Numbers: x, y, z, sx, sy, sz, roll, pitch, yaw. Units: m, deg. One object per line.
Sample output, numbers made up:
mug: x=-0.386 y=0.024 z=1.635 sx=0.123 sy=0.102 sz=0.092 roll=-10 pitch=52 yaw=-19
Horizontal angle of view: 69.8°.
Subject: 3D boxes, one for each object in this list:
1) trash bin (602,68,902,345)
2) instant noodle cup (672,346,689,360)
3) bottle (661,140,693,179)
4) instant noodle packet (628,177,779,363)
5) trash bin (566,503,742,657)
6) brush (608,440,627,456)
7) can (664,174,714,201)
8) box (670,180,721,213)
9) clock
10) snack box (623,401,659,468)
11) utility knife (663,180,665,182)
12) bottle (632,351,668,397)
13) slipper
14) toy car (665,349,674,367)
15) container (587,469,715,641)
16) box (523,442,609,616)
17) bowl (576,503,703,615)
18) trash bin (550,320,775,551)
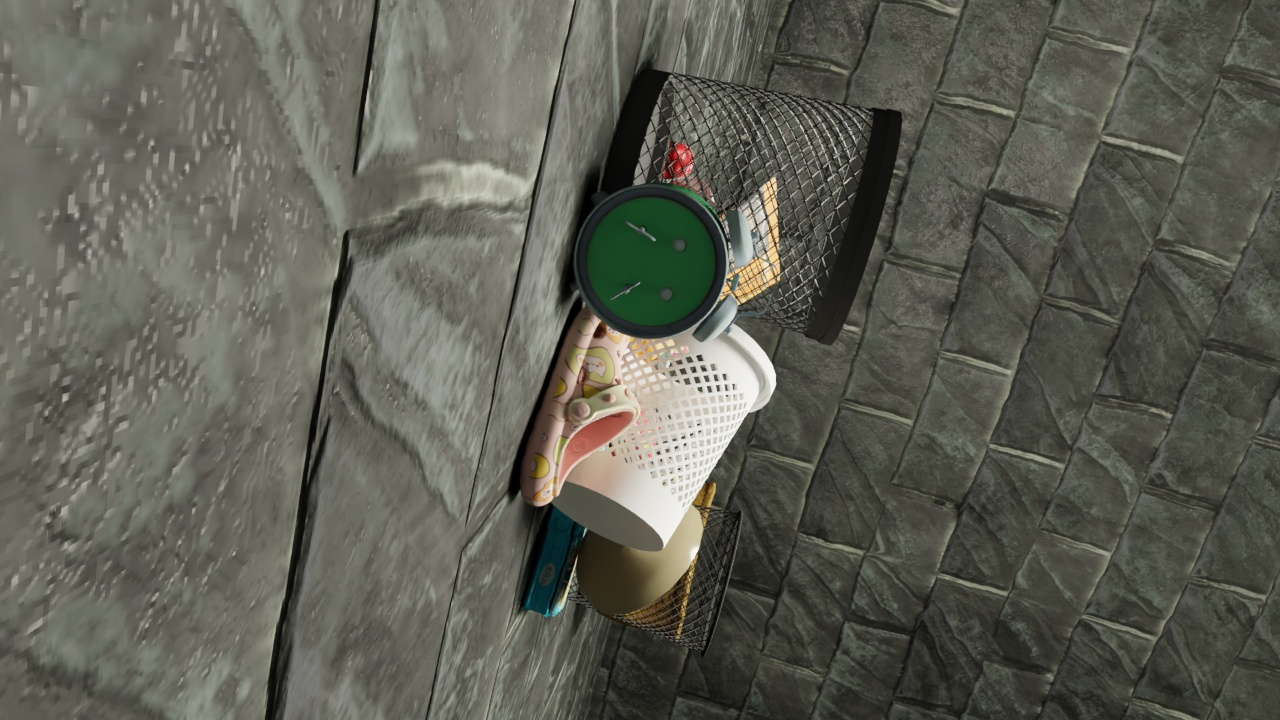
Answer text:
trash bin: x=0.094 y=-0.149 z=0.851 sx=0.217 sy=0.227 sz=0.217 roll=18 pitch=88 yaw=-85
instant noodle cup: x=0.033 y=-0.055 z=1.293 sx=0.108 sy=0.098 sz=0.097 roll=40 pitch=66 yaw=-76
bottle: x=0.039 y=-0.230 z=1.054 sx=0.141 sy=0.042 sz=0.042 roll=-55 pitch=160 yaw=-75
instant noodle packet: x=0.068 y=-0.091 z=1.024 sx=0.220 sy=0.032 sz=0.160 roll=-32 pitch=143 yaw=-15
trash bin: x=0.002 y=0.250 z=1.153 sx=0.184 sy=0.210 sz=0.184 roll=18 pitch=88 yaw=-85
brush: x=-0.022 y=0.075 z=1.319 sx=0.173 sy=0.042 sz=0.082 roll=-67 pitch=171 yaw=-56
can: x=0.052 y=-0.171 z=1.172 sx=0.136 sy=0.078 sz=0.078 roll=94 pitch=13 yaw=-67
box: x=0.061 y=-0.127 z=1.078 sx=0.140 sy=0.141 sz=0.083 roll=-58 pitch=-137 yaw=20
clock: x=0.029 y=-0.076 z=0.738 sx=0.075 sy=0.161 sz=0.122 roll=-60 pitch=165 yaw=-74
snack box: x=-0.009 y=0.066 z=1.226 sx=0.089 sy=0.021 sz=0.133 roll=-66 pitch=143 yaw=-56
utility knife: x=0.029 y=-0.199 z=1.220 sx=0.126 sy=0.015 sz=0.022 roll=103 pitch=0 yaw=-62
bottle: x=-0.007 y=0.007 z=1.134 sx=0.156 sy=0.068 sz=0.068 roll=-65 pitch=169 yaw=-61
slipper: x=-0.042 y=0.042 z=0.795 sx=0.093 sy=0.081 sz=0.196 roll=98 pitch=11 yaw=-62
toy car: x=0.008 y=0.001 z=1.260 sx=0.113 sy=0.039 sz=0.039 roll=-28 pitch=-139 yaw=63
container: x=0.017 y=0.344 z=1.705 sx=0.307 sy=0.196 sz=0.307 roll=17 pitch=88 yaw=-83
box: x=-0.075 y=0.171 z=1.030 sx=0.094 sy=0.041 sz=0.226 roll=81 pitch=25 yaw=-78
bowl: x=-0.011 y=0.191 z=0.974 sx=0.050 sy=0.153 sz=0.152 roll=51 pitch=37 yaw=-25
trash bin: x=0.006 y=0.069 z=0.912 sx=0.196 sy=0.195 sz=0.199 roll=95 pitch=21 yaw=-63
